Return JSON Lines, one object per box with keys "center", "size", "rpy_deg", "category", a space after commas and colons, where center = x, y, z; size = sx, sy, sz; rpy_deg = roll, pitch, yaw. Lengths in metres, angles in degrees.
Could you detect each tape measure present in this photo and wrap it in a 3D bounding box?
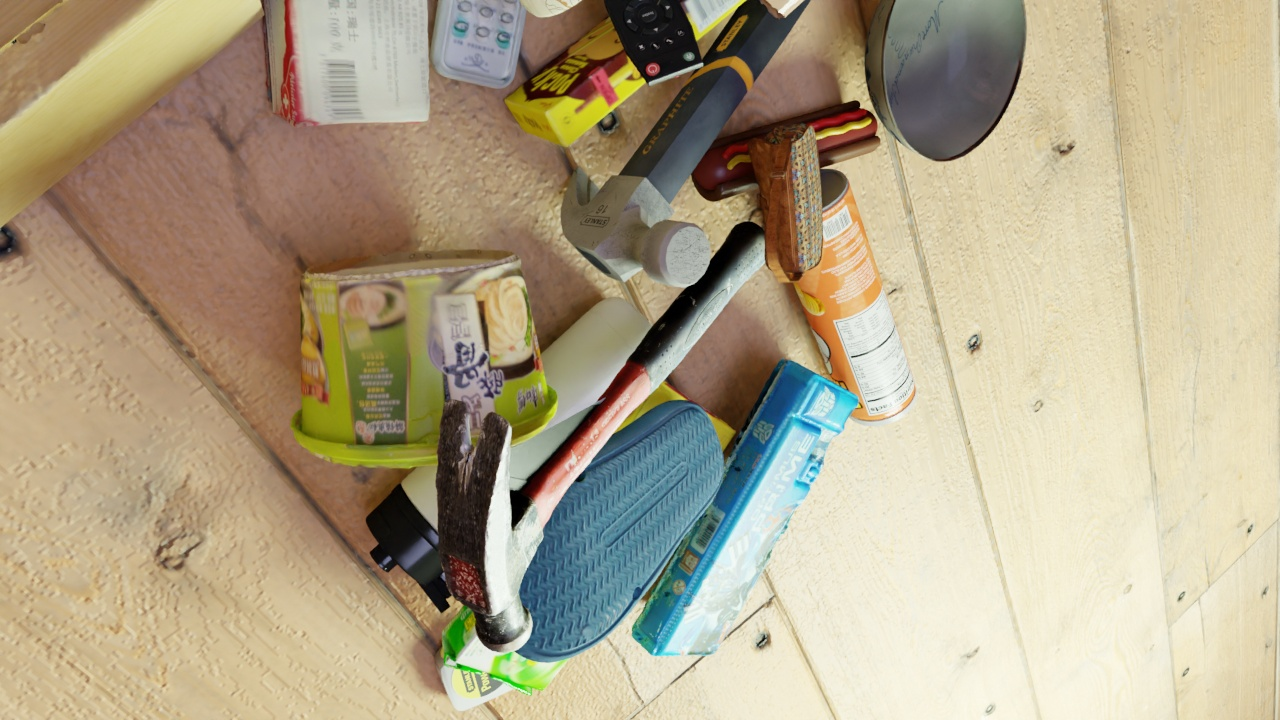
{"center": [-0.118, 0.225, 0.684], "size": [0.064, 0.017, 0.064], "rpy_deg": [-21, 120, -23], "category": "tape measure"}

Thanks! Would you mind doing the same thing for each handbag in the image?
{"center": [0.080, -0.082, 0.539], "size": [0.043, 0.195, 0.093], "rpy_deg": [-3, 110, 15], "category": "handbag"}

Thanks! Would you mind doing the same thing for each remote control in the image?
{"center": [-0.003, -0.208, 0.518], "size": [0.039, 0.124, 0.010], "rpy_deg": [-21, 161, -3], "category": "remote control"}
{"center": [-0.084, -0.222, 0.509], "size": [0.050, 0.022, 0.133], "rpy_deg": [4, 108, -32], "category": "remote control"}

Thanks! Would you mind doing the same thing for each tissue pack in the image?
{"center": [-0.071, 0.167, 0.622], "size": [0.114, 0.034, 0.099], "rpy_deg": [-50, 133, -1], "category": "tissue pack"}

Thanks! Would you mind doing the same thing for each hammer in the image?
{"center": [-0.003, 0.003, 0.528], "size": [0.325, 0.036, 0.141], "rpy_deg": [-49, 145, -41], "category": "hammer"}
{"center": [0.060, -0.181, 0.564], "size": [0.035, 0.139, 0.312], "rpy_deg": [43, 75, -37], "category": "hammer"}

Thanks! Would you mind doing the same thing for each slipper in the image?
{"center": [-0.022, 0.096, 0.586], "size": [0.213, 0.059, 0.104], "rpy_deg": [-40, 112, -39], "category": "slipper"}

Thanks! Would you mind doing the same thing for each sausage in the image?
{"center": [0.105, -0.149, 0.647], "size": [0.155, 0.040, 0.040], "rpy_deg": [-21, 120, -23], "category": "sausage"}

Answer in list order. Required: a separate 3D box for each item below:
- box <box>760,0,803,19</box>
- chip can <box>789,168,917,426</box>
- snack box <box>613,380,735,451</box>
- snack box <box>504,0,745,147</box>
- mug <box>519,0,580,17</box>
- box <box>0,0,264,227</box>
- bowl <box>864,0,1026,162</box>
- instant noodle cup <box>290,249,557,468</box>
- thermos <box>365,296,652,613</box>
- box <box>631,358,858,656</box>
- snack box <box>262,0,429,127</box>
{"center": [0.018, -0.298, 0.492], "size": [0.216, 0.063, 0.156], "rpy_deg": [27, 62, -37], "category": "box"}
{"center": [0.159, -0.043, 0.712], "size": [0.062, 0.062, 0.210], "rpy_deg": [-38, 125, -13], "category": "chip can"}
{"center": [-0.023, 0.108, 0.677], "size": [0.092, 0.042, 0.200], "rpy_deg": [35, 90, -38], "category": "snack box"}
{"center": [-0.008, -0.186, 0.547], "size": [0.148, 0.061, 0.025], "rpy_deg": [-42, 127, -10], "category": "snack box"}
{"center": [-0.051, -0.224, 0.434], "size": [0.081, 0.122, 0.097], "rpy_deg": [-50, 131, 6], "category": "mug"}
{"center": [-0.288, -0.119, 0.362], "size": [0.248, 0.141, 0.148], "rpy_deg": [-44, 119, -8], "category": "box"}
{"center": [0.209, -0.223, 0.667], "size": [0.150, 0.057, 0.151], "rpy_deg": [-13, 115, -30], "category": "bowl"}
{"center": [-0.121, -0.008, 0.509], "size": [0.146, 0.146, 0.098], "rpy_deg": [-10, 105, -28], "category": "instant noodle cup"}
{"center": [-0.075, 0.064, 0.615], "size": [0.229, 0.068, 0.101], "rpy_deg": [-42, 139, -9], "category": "thermos"}
{"center": [0.073, 0.113, 0.718], "size": [0.090, 0.066, 0.243], "rpy_deg": [22, 98, -51], "category": "box"}
{"center": [-0.148, -0.256, 0.444], "size": [0.076, 0.044, 0.273], "rpy_deg": [-12, 117, -34], "category": "snack box"}
